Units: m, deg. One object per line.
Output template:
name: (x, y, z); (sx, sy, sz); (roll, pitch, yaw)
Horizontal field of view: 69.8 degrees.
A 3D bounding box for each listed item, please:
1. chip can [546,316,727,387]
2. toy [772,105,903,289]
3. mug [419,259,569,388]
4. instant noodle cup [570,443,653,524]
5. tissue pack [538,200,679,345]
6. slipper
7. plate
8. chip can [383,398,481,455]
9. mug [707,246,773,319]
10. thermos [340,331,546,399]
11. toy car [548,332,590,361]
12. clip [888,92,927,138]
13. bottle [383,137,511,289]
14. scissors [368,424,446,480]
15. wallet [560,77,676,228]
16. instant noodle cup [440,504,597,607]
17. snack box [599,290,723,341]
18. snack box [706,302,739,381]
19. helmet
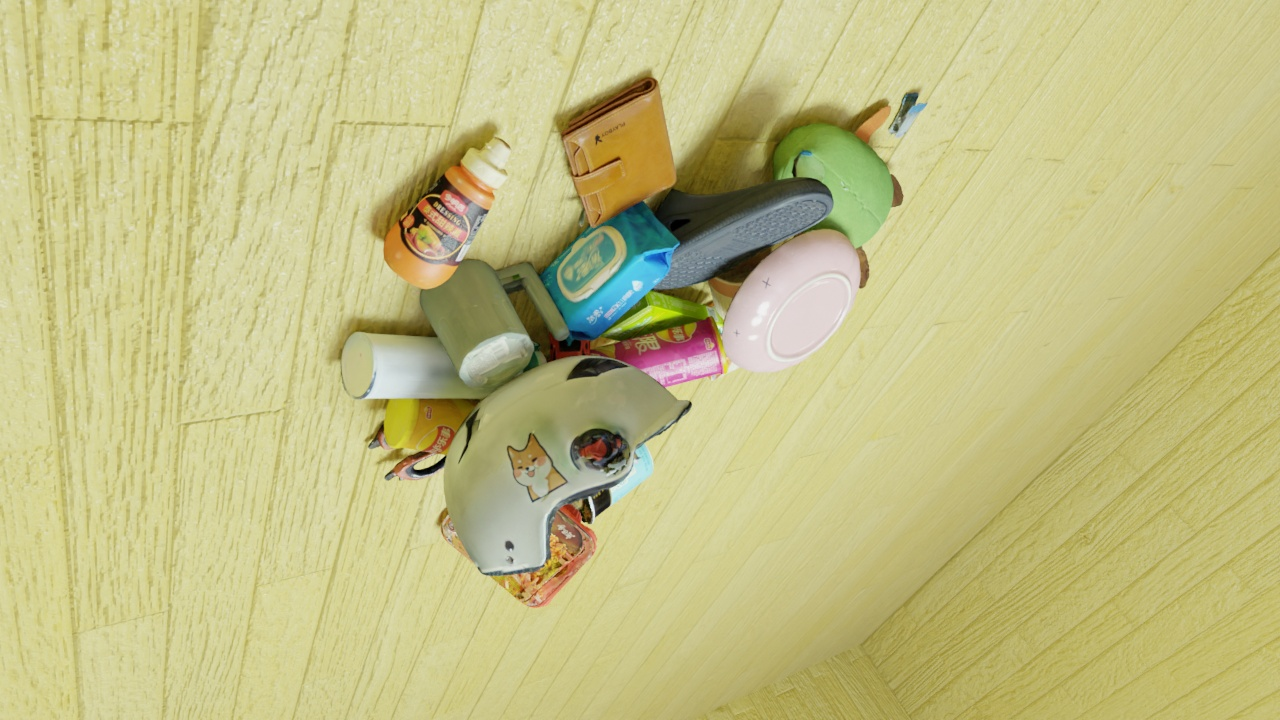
chip can: (-0.006, 0.006, 1.094); (0.210, 0.071, 0.071); (-14, 148, 0)
toy: (0.229, -0.193, 1.062); (0.246, 0.090, 0.227); (29, 92, -49)
mug: (-0.144, -0.043, 0.917); (0.123, 0.103, 0.084); (-21, 147, -19)
instant noodle cup: (-0.051, 0.153, 1.292); (0.120, 0.111, 0.111); (-29, 150, -25)
tissue pack: (-0.037, -0.095, 0.951); (0.157, 0.095, 0.052); (-41, 142, 13)
slipper: (0.079, -0.148, 0.983); (0.269, 0.083, 0.110); (-22, 161, 36)
plate: (0.181, -0.057, 1.041); (0.192, 0.039, 0.193); (-24, 140, -22)
chip can: (-0.180, 0.082, 1.046); (0.213, 0.072, 0.072); (16, 125, -36)
mug: (0.126, -0.088, 1.094); (0.081, 0.114, 0.106); (-21, 151, 1)
thermos: (-0.198, 0.006, 0.974); (0.223, 0.073, 0.073); (2, 134, -45)
toy car: (-0.080, 0.005, 1.045); (0.049, 0.106, 0.031); (0, 179, 2)
clip: (0.312, -0.286, 1.079); (0.026, 0.042, 0.058); (-18, 149, -27)
bottle: (-0.165, -0.135, 0.814); (0.150, 0.066, 0.066); (-50, 146, 13)
scissors: (-0.209, 0.094, 1.098); (0.206, 0.015, 0.201); (-48, 133, 13)
wallet: (-0.025, -0.195, 0.886); (0.119, 0.035, 0.131); (-34, 149, -10)
instant noodle cup: (-0.159, 0.230, 1.256); (0.165, 0.189, 0.079); (-48, -178, 25)
snack box: (0.025, -0.046, 1.121); (0.086, 0.026, 0.156); (-30, 155, 33)
snack box: (0.121, -0.035, 1.249); (0.075, 0.026, 0.154); (-27, 149, -12)
helmet: (-0.096, 0.086, 0.945); (0.274, 0.157, 0.230); (-44, -178, -5)
